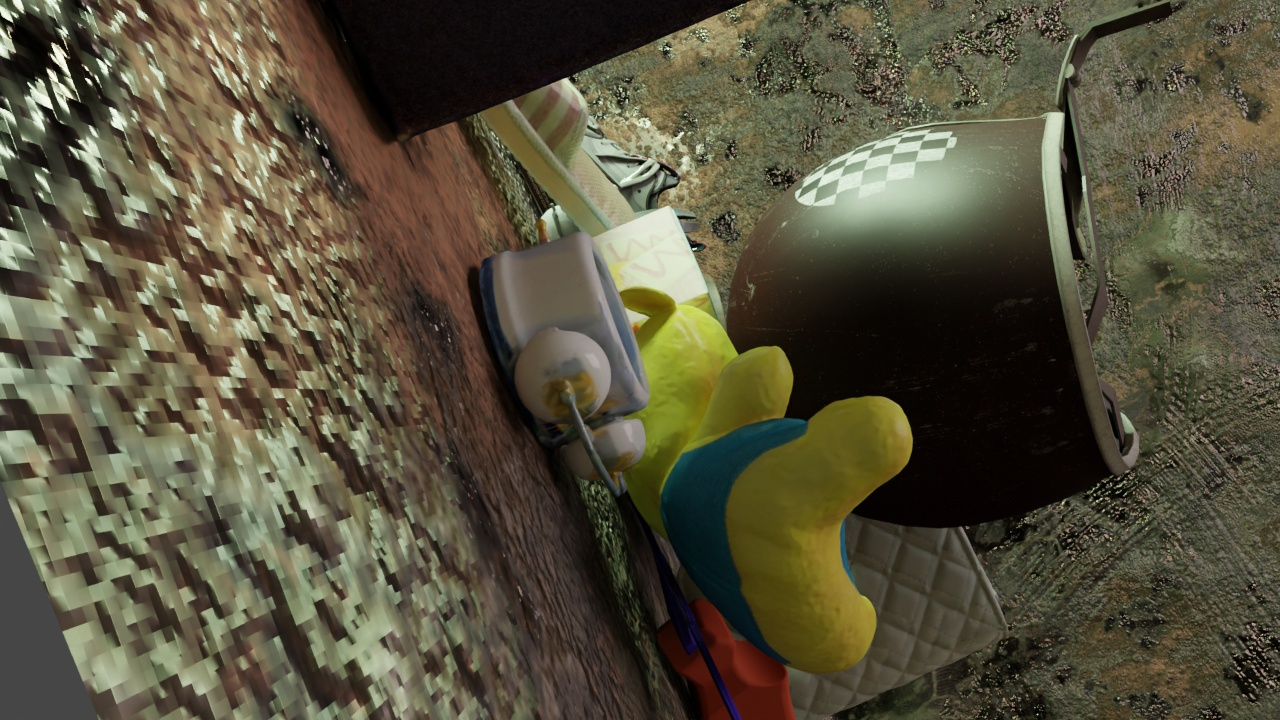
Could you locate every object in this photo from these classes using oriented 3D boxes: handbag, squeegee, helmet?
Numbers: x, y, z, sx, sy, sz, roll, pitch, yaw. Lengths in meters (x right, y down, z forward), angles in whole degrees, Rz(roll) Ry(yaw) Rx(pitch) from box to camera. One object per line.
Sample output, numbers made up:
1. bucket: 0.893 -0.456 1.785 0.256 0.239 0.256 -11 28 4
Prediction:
1. handbag: 0.131 0.161 0.622 0.138 0.195 0.072 66 7 10
2. handbag: -0.031 -0.195 0.382 0.221 0.205 0.125 -91 159 -63
3. squeegee: 0.055 0.177 0.489 0.185 0.055 0.249 49 3 -24
4. helmet: 0.174 -0.031 0.513 0.233 0.254 0.233 -41 115 -54

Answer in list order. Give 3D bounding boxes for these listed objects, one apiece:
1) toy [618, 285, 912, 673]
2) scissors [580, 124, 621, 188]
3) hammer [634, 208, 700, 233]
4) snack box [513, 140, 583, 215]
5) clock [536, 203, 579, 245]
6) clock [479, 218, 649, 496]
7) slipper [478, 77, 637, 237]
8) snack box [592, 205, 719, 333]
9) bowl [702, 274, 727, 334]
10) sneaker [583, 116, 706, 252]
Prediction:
1. toy: 0.036 0.050 0.447 0.214 0.084 0.149 -134 -143 -56
2. scissors: -0.086 -0.204 0.694 0.179 0.015 0.199 56 22 3
3. hammer: -0.004 -0.072 0.866 0.333 0.118 0.025 77 -6 -79
4. snack box: -0.077 -0.188 0.803 0.185 0.032 0.101 -99 169 -48
5. clock: -0.038 -0.058 0.653 0.124 0.044 0.087 63 5 -62
6. clock: -0.029 0.001 0.389 0.089 0.052 0.125 65 7 -52
7. slipper: -0.059 -0.159 0.567 0.263 0.052 0.115 50 17 -36
8. snack box: -0.002 -0.023 0.566 0.093 0.095 0.079 64 6 -53
9. bowl: 0.038 -0.001 0.661 0.119 0.032 0.119 173 -89 -84
10. sneaker: -0.031 -0.199 0.960 0.096 0.129 0.263 -83 149 -84
